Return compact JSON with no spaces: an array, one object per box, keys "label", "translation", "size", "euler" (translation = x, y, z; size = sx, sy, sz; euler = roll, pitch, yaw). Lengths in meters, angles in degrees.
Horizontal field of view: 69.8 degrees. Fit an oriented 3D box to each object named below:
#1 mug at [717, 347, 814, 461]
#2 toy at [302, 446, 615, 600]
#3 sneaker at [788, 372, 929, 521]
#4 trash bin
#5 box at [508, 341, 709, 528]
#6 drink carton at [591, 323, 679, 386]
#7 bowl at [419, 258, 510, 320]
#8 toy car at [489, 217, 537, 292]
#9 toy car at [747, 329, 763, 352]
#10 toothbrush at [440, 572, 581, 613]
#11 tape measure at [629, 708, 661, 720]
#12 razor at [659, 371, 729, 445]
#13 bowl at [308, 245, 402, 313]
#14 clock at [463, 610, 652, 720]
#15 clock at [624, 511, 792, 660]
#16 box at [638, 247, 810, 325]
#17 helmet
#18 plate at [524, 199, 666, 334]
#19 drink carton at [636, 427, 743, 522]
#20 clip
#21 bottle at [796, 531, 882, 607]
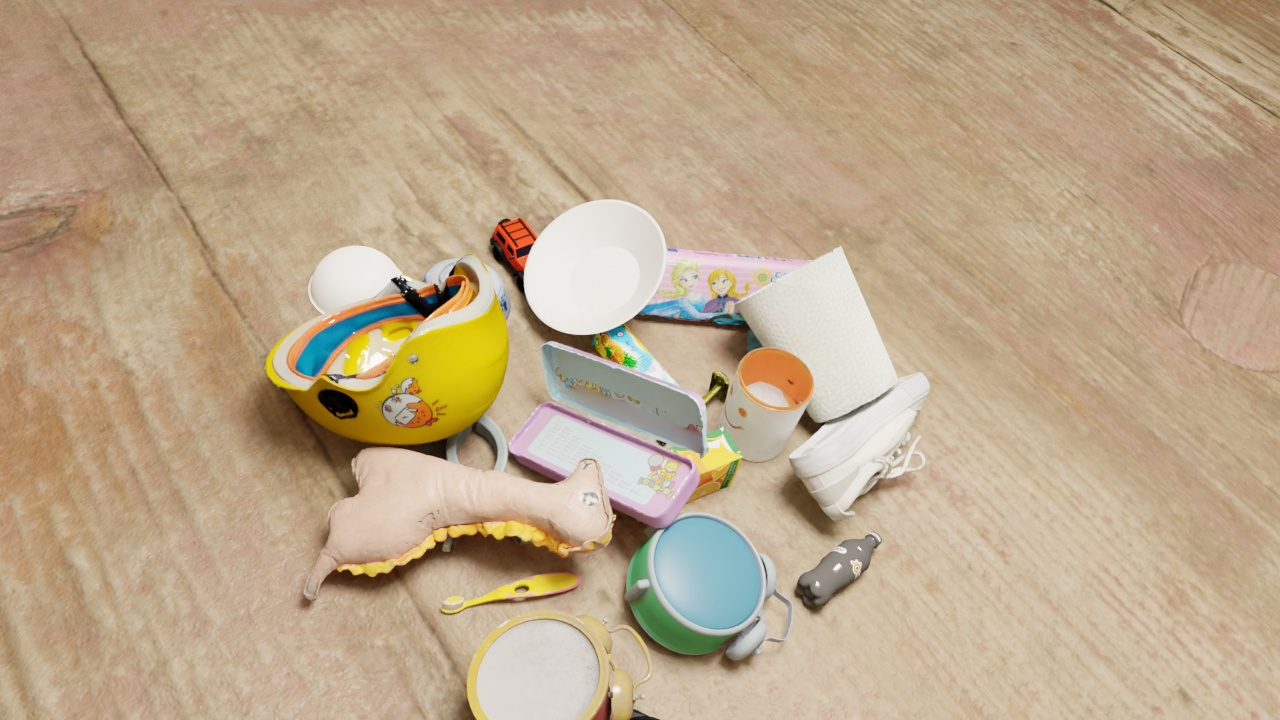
[{"label":"mug","translation":[0.134,0.049,0.995],"size":[0.082,0.105,0.082],"euler":[5,52,-7]},{"label":"toy","translation":[-0.161,0.157,0.846],"size":[0.264,0.065,0.195],"euler":[13,65,11]},{"label":"sneaker","translation":[0.254,0.093,1.007],"size":[0.241,0.090,0.091],"euler":[-31,94,-43]},{"label":"trash bin","translation":[0.202,-0.026,1.028],"size":[0.133,0.134,0.161],"euler":[-30,92,-30]},{"label":"box","translation":[-0.030,0.068,0.911],"size":[0.214,0.140,0.062],"euler":[19,5,37]},{"label":"drink carton","translation":[-0.006,0.006,1.042],"size":[0.038,0.044,0.129],"euler":[-26,59,-27]},{"label":"bowl","translation":[-0.208,-0.082,1.070],"size":[0.114,0.045,0.114],"euler":[5,51,-7]},{"label":"toy car","translation":[-0.142,-0.131,1.119],"size":[0.051,0.049,0.100],"euler":[-25,61,-27]},{"label":"toy car","translation":[0.177,-0.016,1.102],"size":[0.107,0.028,0.060],"euler":[-5,71,-17]},{"label":"toothbrush","translation":[-0.121,0.219,0.868],"size":[0.135,0.016,0.021],"euler":[-8,50,-17]},{"label":"tape measure","translation":[0.004,0.340,0.781],"size":[0.071,0.042,0.072],"euler":[24,54,4]},{"label":"razor","translation":[0.058,0.058,1.024],"size":[0.026,0.043,0.105],"euler":[41,65,18]},{"label":"bowl","translation":[-0.329,-0.098,1.062],"size":[0.110,0.041,0.109],"euler":[5,51,-7]},{"label":"clock","translation":[-0.066,0.281,0.786],"size":[0.158,0.081,0.117],"euler":[-21,47,-14]},{"label":"clock","translation":[0.070,0.220,0.874],"size":[0.161,0.076,0.121],"euler":[26,50,-7]},{"label":"box","translation":[0.110,-0.098,1.136],"size":[0.230,0.085,0.090],"euler":[4,23,-8]},{"label":"helmet","translation":[-0.238,0.011,0.928],"size":[0.240,0.140,0.208],"euler":[-15,29,17]},{"label":"plate","translation":[-0.048,-0.103,1.071],"size":[0.174,0.036,0.173],"euler":[-7,66,16]},{"label":"drink carton","translation":[0.040,0.119,0.951],"size":[0.122,0.058,0.041],"euler":[-18,58,-23]},{"label":"clip","translation":[-0.154,0.120,0.932],"size":[0.090,0.027,0.162],"euler":[2,53,-7]},{"label":"bottle","translation":[0.204,0.208,0.928],"size":[0.109,0.036,0.036],"euler":[-29,63,-29]}]
